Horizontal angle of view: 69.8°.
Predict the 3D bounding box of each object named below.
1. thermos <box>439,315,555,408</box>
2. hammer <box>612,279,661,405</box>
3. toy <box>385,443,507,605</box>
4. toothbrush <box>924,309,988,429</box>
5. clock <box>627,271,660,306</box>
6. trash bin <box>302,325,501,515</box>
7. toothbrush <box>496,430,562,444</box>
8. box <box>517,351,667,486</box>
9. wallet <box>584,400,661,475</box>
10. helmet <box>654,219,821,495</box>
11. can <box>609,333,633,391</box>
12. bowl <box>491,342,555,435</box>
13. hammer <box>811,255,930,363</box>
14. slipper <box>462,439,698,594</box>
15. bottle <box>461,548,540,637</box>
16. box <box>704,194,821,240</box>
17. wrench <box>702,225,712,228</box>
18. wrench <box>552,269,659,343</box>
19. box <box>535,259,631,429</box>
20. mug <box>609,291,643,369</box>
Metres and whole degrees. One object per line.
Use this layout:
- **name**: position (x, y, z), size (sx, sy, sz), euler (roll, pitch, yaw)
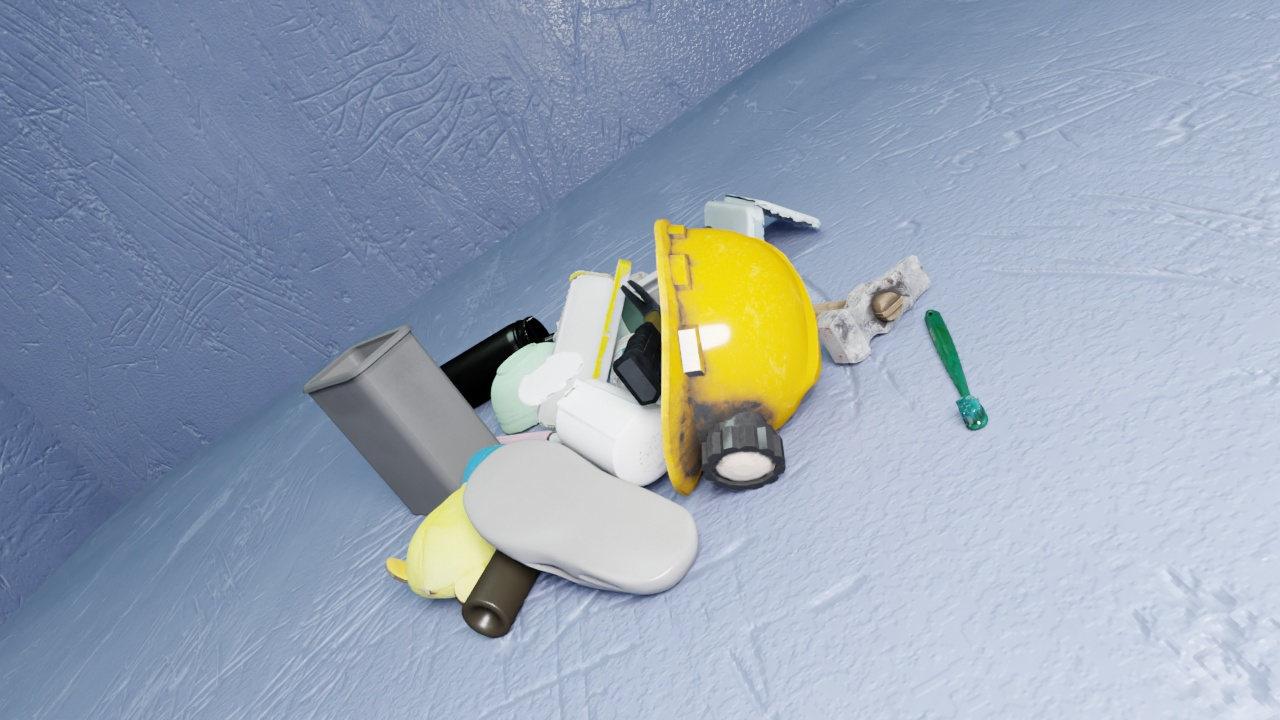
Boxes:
- **thermos**: position (-0.217, 0.001, 1.433), size (0.199, 0.086, 0.086), euler (-29, 19, 20)
- **hammer**: position (0.008, -0.018, 0.916), size (0.025, 0.118, 0.332), euler (-37, 5, 10)
- **toy**: position (-0.168, 0.161, 0.947), size (0.149, 0.084, 0.213), euler (-24, 19, 38)
- **toothbrush**: position (0.241, 0.000, 0.715), size (0.016, 0.017, 0.189), euler (-29, 19, 19)
- **clock**: position (-0.005, -0.092, 1.325), size (0.157, 0.061, 0.103), euler (-22, 22, 42)
- **trash bin**: position (-0.285, 0.081, 1.135), size (0.192, 0.220, 0.097), euler (-12, 29, 51)
- **toothbrush**: position (-0.120, 0.098, 1.110), size (0.027, 0.026, 0.223), euler (5, -11, -38)
- **box**: position (-0.042, 0.050, 0.858), size (0.166, 0.092, 0.083), euler (21, 68, 46)
- **wallet**: position (-0.014, 0.088, 0.928), size (0.118, 0.037, 0.115), euler (-45, 20, -17)
- **helmet**: position (0.088, -0.015, 0.797), size (0.131, 0.205, 0.254), euler (-7, 51, 9)
- **can**: position (-0.006, 0.006, 1.088), size (0.055, 0.055, 0.101), euler (-31, 18, 14)
- **bowl**: position (-0.148, 0.026, 1.263), size (0.151, 0.077, 0.150), euler (-33, 17, 11)
- **hammer**: position (0.156, -0.048, 0.957), size (0.121, 0.049, 0.319), euler (-40, 16, -21)
- **slipper**: position (-0.048, 0.148, 0.796), size (0.266, 0.081, 0.112), euler (12, 52, 43)
- **bottle**: position (-0.107, 0.175, 0.859), size (0.045, 0.045, 0.184), euler (-25, 21, 31)
- **box**: position (0.172, -0.179, 1.244), size (0.127, 0.106, 0.215), euler (-9, 15, -11)
- **wrench**: position (0.062, -0.090, 1.187), size (0.074, 0.022, 0.272), euler (-42, 21, 43)
- **wrench**: position (-0.016, -0.079, 1.236), size (0.274, 0.018, 0.086), euler (-28, -21, 34)
- **box**: position (-0.059, -0.018, 1.107), size (0.117, 0.057, 0.209), euler (-8, 63, 46)
- **mug**: position (-0.031, -0.035, 1.210), size (0.104, 0.084, 0.111), euler (-29, 2, 33)
